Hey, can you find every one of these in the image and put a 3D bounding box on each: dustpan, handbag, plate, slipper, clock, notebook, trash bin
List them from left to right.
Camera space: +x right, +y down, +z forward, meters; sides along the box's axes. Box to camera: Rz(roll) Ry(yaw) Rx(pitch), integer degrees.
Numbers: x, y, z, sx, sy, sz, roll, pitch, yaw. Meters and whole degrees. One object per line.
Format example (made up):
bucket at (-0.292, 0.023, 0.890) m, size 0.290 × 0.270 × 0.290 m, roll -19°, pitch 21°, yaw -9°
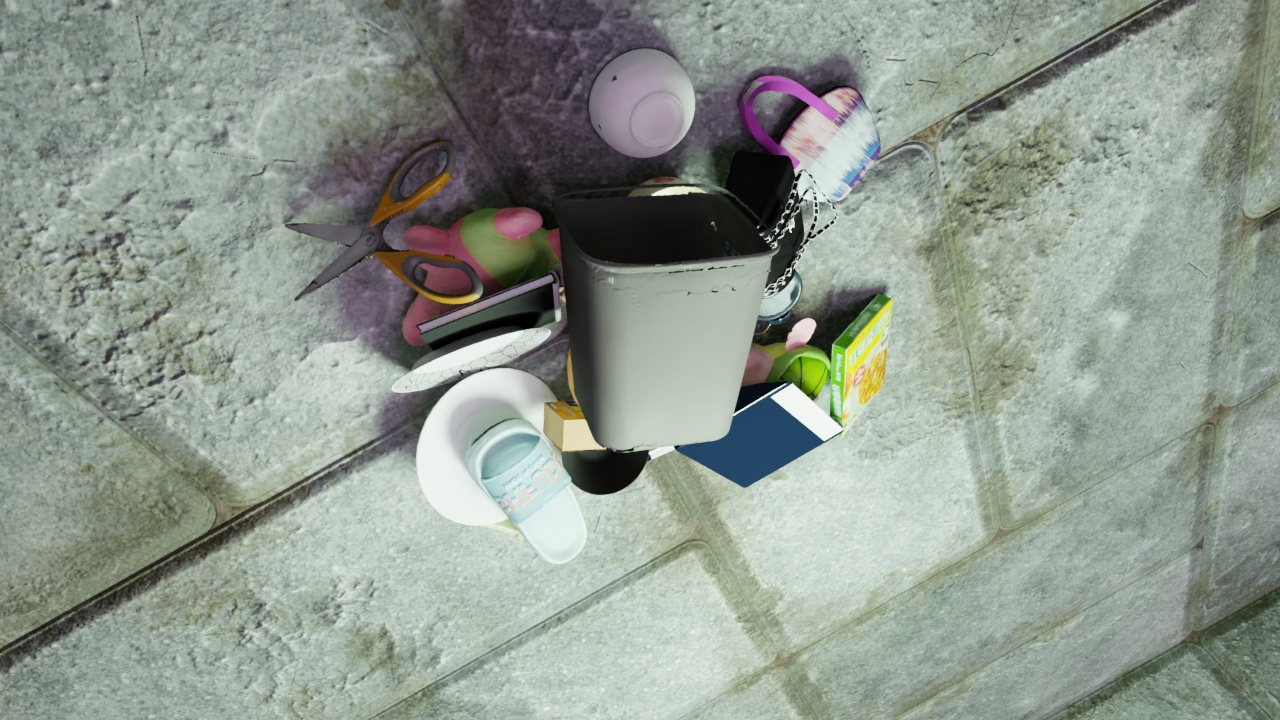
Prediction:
plate at (-0.194, -0.007, 1.047) m, size 0.188 × 0.016 × 0.188 m, roll -22°, pitch 174°, yaw -3°
plate at (-0.189, 0.109, 1.168) m, size 0.208 × 0.015 × 0.209 m, roll -12°, pitch 111°, yaw -34°
notebook at (-0.159, -0.043, 1.013) m, size 0.149 × 0.016 × 0.207 m, roll -22°, pitch 174°, yaw -7°
slipper at (-0.130, 0.173, 1.173) m, size 0.103 × 0.074 × 0.245 m, roll -41°, pitch 126°, yaw -21°
trash bin at (0.016, -0.043, 0.944) m, size 0.197 × 0.197 × 0.220 m, roll -6°, pitch 121°, yaw -15°
dustpan at (0.113, 0.103, 1.269) m, size 0.273 × 0.080 × 0.236 m, roll -33°, pitch 148°, yaw 15°
clock at (0.159, -0.086, 1.190) m, size 0.090 × 0.052 × 0.130 m, roll -5°, pitch 132°, yaw -21°
handbag at (0.155, -0.147, 1.053) m, size 0.154 × 0.115 × 0.124 m, roll 67°, pitch 41°, yaw -60°
handbag at (0.185, -0.264, 1.057) m, size 0.170 × 0.068 × 0.145 m, roll 26°, pitch 113°, yaw -30°

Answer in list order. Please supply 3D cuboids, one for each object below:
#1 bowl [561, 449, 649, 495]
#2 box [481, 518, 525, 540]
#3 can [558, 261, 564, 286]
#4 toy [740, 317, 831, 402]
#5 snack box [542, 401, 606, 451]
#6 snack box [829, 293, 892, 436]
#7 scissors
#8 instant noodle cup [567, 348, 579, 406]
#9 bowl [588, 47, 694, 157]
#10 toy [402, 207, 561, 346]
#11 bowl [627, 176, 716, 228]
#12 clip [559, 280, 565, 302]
bowl at (-0.055, 0.115, 1.240) m, size 0.124 × 0.052 × 0.124 m, roll -5°, pitch 103°, yaw -21°
box at (-0.184, 0.215, 1.271) m, size 0.188 × 0.091 × 0.083 m, roll 25°, pitch 136°, yaw -34°
can at (-0.029, -0.096, 1.080) m, size 0.128 × 0.072 × 0.072 m, roll 24°, pitch 114°, yaw -37°
toy at (0.183, 0.022, 1.262) m, size 0.237 × 0.087 × 0.191 m, roll 14°, pitch 136°, yaw -43°
snack box at (-0.050, 0.080, 1.155) m, size 0.125 × 0.088 × 0.040 m, roll -1°, pitch 101°, yaw -22°
snack box at (0.313, 0.008, 1.308) m, size 0.131 × 0.027 × 0.168 m, roll -42°, pitch 141°, yaw -33°
scissors at (-0.247, -0.118, 0.922) m, size 0.225 × 0.225 × 0.016 m, roll -43°, pitch 167°, yaw -4°
instant noodle cup at (-0.007, 0.007, 1.147) m, size 0.121 × 0.123 × 0.124 m, roll 5°, pitch 124°, yaw -37°
bowl at (0.008, -0.264, 0.969) m, size 0.113 × 0.063 × 0.114 m, roll -12°, pitch 129°, yaw -15°
toy at (-0.180, -0.093, 1.009) m, size 0.237 × 0.096 × 0.192 m, roll -35°, pitch 146°, yaw 24°
bowl at (0.022, -0.163, 1.048) m, size 0.118 × 0.074 × 0.118 m, roll -12°, pitch 130°, yaw -15°
clip at (-0.079, -0.078, 1.110) m, size 0.062 × 0.045 × 0.024 m, roll 39°, pitch 104°, yaw -21°
